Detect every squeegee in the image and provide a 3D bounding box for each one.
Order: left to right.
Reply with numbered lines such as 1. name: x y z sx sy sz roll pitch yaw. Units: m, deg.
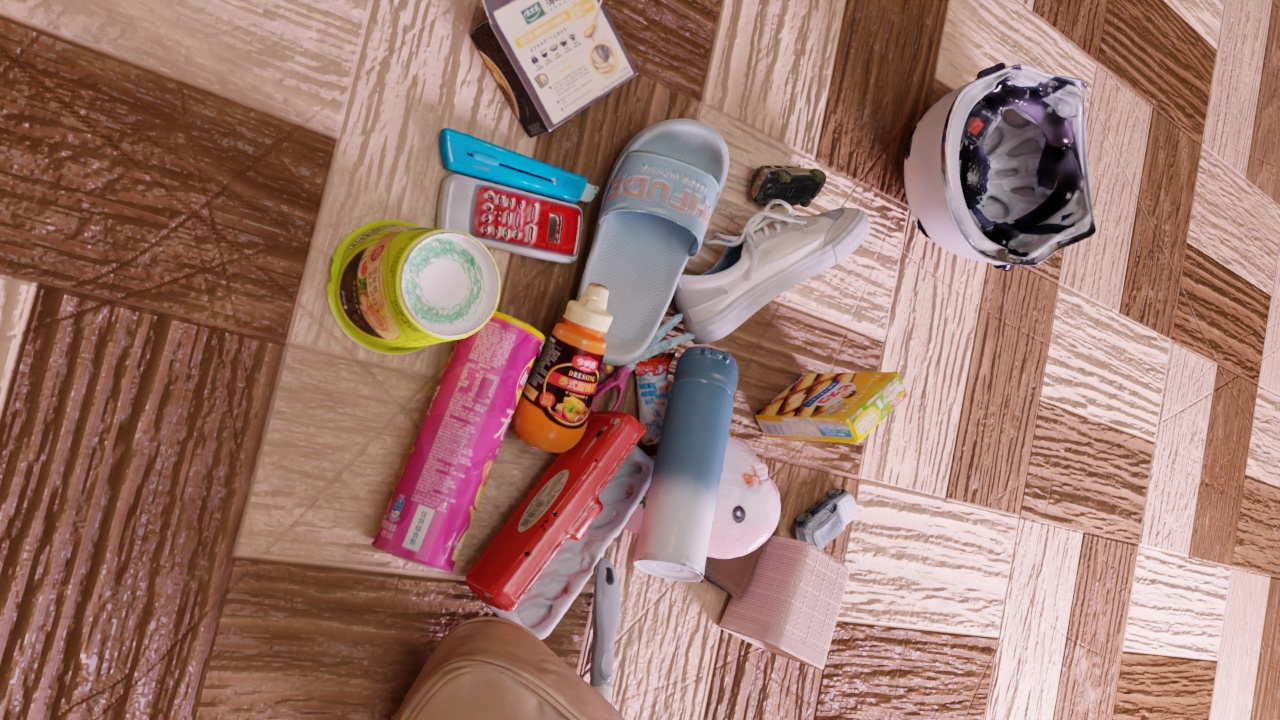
1. squeegee: -0.040 0.312 0.863 0.246 0.039 0.246 9 87 -34

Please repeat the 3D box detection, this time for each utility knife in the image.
1. utility knife: -0.104 -0.166 0.810 0.159 0.018 0.034 11 86 -36

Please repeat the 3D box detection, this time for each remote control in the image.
1. remote control: -0.112 -0.122 0.805 0.135 0.020 0.056 9 88 -35

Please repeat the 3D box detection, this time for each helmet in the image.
1. helmet: 0.400 -0.220 1.075 0.258 0.146 0.229 -16 100 -24

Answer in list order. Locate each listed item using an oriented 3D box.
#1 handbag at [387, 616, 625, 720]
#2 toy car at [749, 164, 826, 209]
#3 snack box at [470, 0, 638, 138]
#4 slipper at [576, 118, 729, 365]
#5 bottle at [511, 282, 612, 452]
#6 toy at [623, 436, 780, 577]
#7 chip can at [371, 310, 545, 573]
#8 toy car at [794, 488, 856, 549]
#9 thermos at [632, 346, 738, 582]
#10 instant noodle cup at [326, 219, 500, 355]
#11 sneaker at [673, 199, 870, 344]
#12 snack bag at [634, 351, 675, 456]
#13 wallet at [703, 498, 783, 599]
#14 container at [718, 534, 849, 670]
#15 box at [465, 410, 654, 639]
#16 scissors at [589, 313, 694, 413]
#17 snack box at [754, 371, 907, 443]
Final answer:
1. handbag: -0.103 0.311 0.765 0.148 0.099 0.204 -39 104 12
2. toy car: 0.158 -0.187 0.972 0.090 0.042 0.035 -6 51 -33
3. snack box: -0.077 -0.279 0.801 0.113 0.053 0.126 -40 113 -26
4. slipper: 0.006 -0.114 0.837 0.104 0.074 0.245 22 82 -6
5. bottle: -0.061 0.003 0.798 0.066 0.067 0.149 16 101 -34
6. toy: 0.059 0.143 0.893 0.159 0.054 0.121 -27 83 -14
7. chip can: -0.149 0.064 0.758 0.071 0.071 0.210 27 78 -32
8. toy car: 0.211 0.180 1.032 0.090 0.034 0.043 -32 106 -31
9. thermos: 0.046 0.090 0.846 0.070 0.070 0.220 30 59 -32
10. instant noodle cup: -0.169 -0.058 0.706 0.111 0.124 0.111 -2 93 -34
11. sneaker: 0.128 -0.113 0.935 0.241 0.090 0.091 -33 105 -22
12. snack bag: 0.014 0.042 0.895 0.048 0.026 0.104 -1 92 -21
13. wallet: 0.090 0.170 0.951 0.101 0.032 0.124 38 70 -27
14. container: 0.155 0.250 0.965 0.090 0.090 0.110 34 71 -30
15. box: -0.054 0.148 0.813 0.101 0.095 0.201 47 66 -24
16. scissors: -0.003 0.006 0.870 0.137 0.017 0.083 -19 98 -17
17. snack box: 0.195 0.047 0.949 0.086 0.141 0.034 -36 109 -28
